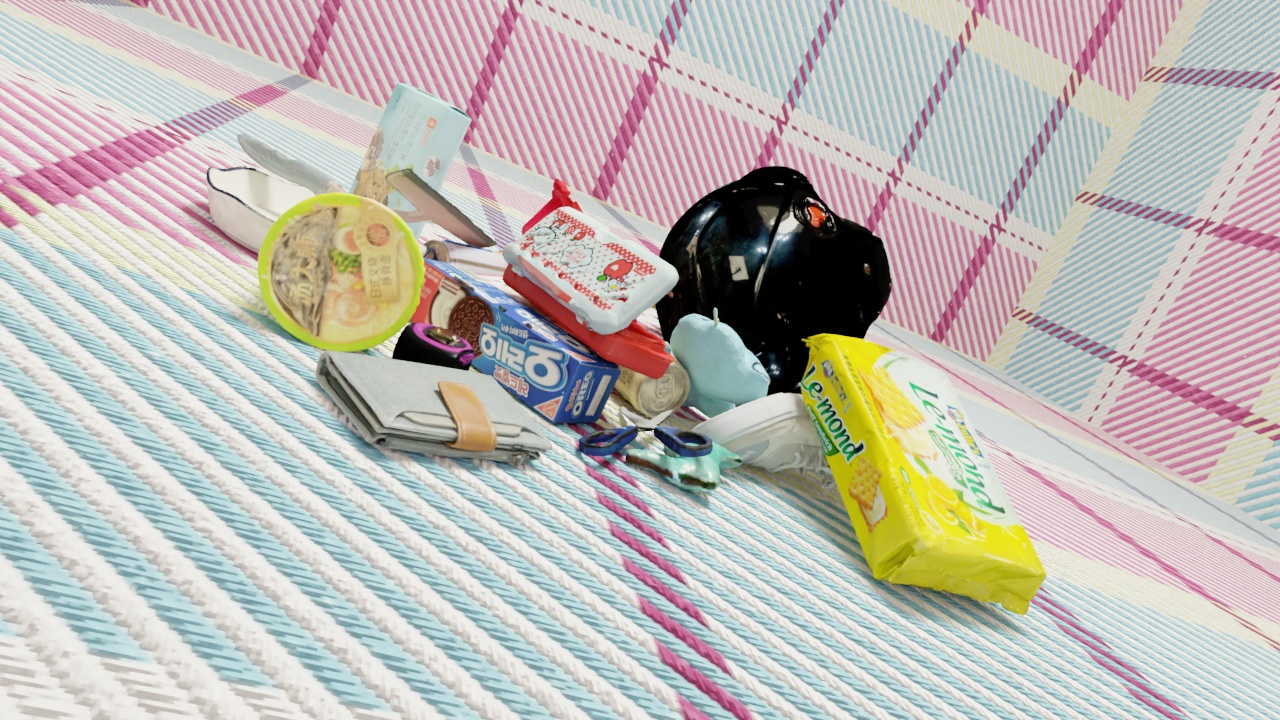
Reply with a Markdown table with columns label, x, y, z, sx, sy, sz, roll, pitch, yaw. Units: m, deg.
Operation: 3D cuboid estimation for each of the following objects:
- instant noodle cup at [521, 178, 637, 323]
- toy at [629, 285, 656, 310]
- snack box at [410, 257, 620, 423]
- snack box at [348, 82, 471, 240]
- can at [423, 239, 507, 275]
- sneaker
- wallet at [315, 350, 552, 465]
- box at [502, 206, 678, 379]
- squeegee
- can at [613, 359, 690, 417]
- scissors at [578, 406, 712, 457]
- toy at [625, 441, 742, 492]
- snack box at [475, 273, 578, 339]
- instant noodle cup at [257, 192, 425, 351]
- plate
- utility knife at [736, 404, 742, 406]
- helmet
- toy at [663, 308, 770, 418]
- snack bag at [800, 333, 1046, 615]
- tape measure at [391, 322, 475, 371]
| label | x | y | z | sx | sy | sz | roll | pitch | yaw |
| --- | --- | --- | --- | --- | --- | --- | --- | --- | --- |
| instant noodle cup | -0.074 | -0.101 | 1.008 | 0.193 | 0.066 | 0.194 | 61 | -6 | 11 |
| toy | 0.103 | -0.052 | 1.240 | 0.246 | 0.090 | 0.227 | 7 | 28 | -45 |
| snack box | -0.113 | -0.020 | 0.772 | 0.207 | 0.058 | 0.057 | 32 | 13 | 31 |
| snack box | -0.258 | -0.206 | 0.998 | 0.074 | 0.175 | 0.051 | 29 | 8 | 22 |
| can | -0.172 | -0.093 | 0.975 | 0.053 | 0.053 | 0.134 | 33 | 15 | 33 |
| sneaker | 0.151 | 0.079 | 0.840 | 0.241 | 0.090 | 0.090 | -5 | 70 | -36 |
| wallet | -0.130 | 0.028 | 0.597 | 0.129 | 0.037 | 0.106 | 12 | 17 | -44 |
| box | -0.040 | -0.071 | 0.785 | 0.095 | 0.098 | 0.201 | 22 | 9 | -40 |
| squeegee | -0.290 | -0.167 | 0.889 | 0.250 | 0.040 | 0.247 | 21 | -3 | 11 |
| can | -0.005 | 0.005 | 0.871 | 0.058 | 0.058 | 0.116 | 15 | 16 | -35 |
| scissors | 0.008 | 0.056 | 0.726 | 0.163 | 0.012 | 0.162 | 7 | 11 | 39 |
| toy | 0.036 | 0.079 | 0.717 | 0.096 | 0.030 | 0.092 | 13 | 11 | -1 |
| snack box | -0.116 | -0.043 | 0.893 | 0.113 | 0.044 | 0.127 | 29 | 14 | 21 |
| instant noodle cup | -0.224 | -0.073 | 0.699 | 0.111 | 0.112 | 0.123 | 20 | 6 | -18 |
| plate | -0.308 | -0.124 | 0.871 | 0.205 | 0.045 | 0.204 | 22 | 12 | -5 |
| utility knife | 0.115 | 0.044 | 0.946 | 0.029 | 0.013 | 0.187 | 3 | -3 | -1 |
| helmet | 0.126 | -0.083 | 1.032 | 0.229 | 0.274 | 0.234 | -11 | -10 | -39 |
| toy | 0.064 | 0.006 | 0.859 | 0.161 | 0.049 | 0.156 | 31 | -27 | 39 |
| snack bag | 0.222 | 0.087 | 0.761 | 0.158 | 0.068 | 0.246 | 17 | 42 | -31 |
| tape measure | -0.153 | -0.005 | 0.680 | 0.057 | 0.039 | 0.057 | 23 | 13 | -7 |
